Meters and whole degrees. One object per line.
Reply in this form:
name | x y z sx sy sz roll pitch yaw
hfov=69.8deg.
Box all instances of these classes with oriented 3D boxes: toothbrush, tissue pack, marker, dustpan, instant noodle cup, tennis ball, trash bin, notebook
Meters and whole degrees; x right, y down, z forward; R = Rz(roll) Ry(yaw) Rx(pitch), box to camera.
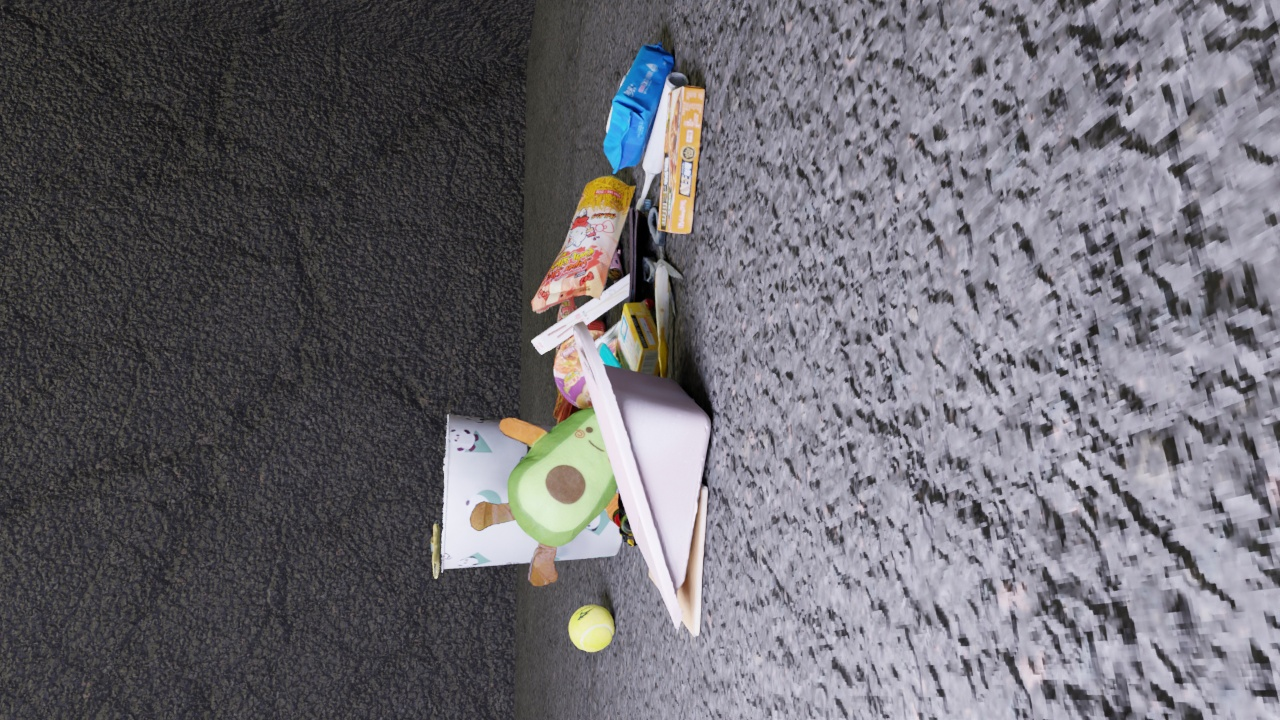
toothbrush | 0.021 -0.256 1.119 0.222 0.026 0.026 110 151 -55
tissue pack | -0.005 -0.305 1.105 0.095 0.052 0.156 110 180 -54
marker | -0.032 -0.039 1.198 0.146 0.017 0.017 -38 45 40
toothbrush | 0.026 -0.016 1.053 0.018 0.016 0.191 153 116 -83
dustpan | -0.024 0.103 0.946 0.222 0.138 0.273 -141 61 -75
instant noodle cup | -0.064 0.019 1.297 0.099 0.111 0.111 107 165 -83
tennis ball | -0.070 0.384 1.316 0.065 0.065 0.065 -178 91 -78
trash bin | -0.159 0.192 1.333 0.230 0.251 0.229 -178 91 -79
notebook | 0.037 0.189 0.986 0.208 0.008 0.148 -166 79 -78
instant noodle cup | -0.101 0.008 1.519 0.165 0.079 0.188 109 161 -55

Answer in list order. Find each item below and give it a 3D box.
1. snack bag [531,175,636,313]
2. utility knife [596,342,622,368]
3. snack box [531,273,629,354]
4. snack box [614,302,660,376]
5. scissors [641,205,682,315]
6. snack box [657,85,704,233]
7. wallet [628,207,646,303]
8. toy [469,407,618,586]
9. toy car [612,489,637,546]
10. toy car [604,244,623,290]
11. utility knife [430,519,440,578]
snack bag | -0.075 -0.160 1.294 0.129 0.073 0.207 -8 49 40
utility knife | -0.009 0.043 1.104 0.205 0.013 0.029 57 147 40
snack box | -0.077 -0.064 1.273 0.027 0.156 0.085 55 168 -4
snack box | -0.007 0.007 1.154 0.086 0.033 0.141 -111 26 -43
scissors | 0.025 -0.118 1.104 0.160 0.014 0.174 128 142 -69
snack box | 0.043 -0.217 1.003 0.075 0.026 0.154 -136 50 -75
wallet | -0.006 -0.131 1.196 0.096 0.020 0.122 -11 -77 -85
toy | -0.096 0.155 1.172 0.246 0.227 0.090 -52 14 -20
toy car | -0.009 0.152 1.132 0.071 0.041 0.156 169 102 -78
toy car | -0.046 -0.149 1.399 0.056 0.037 0.122 107 149 -60
utility knife | -0.284 0.264 1.279 0.165 0.018 0.031 -144 49 -70
